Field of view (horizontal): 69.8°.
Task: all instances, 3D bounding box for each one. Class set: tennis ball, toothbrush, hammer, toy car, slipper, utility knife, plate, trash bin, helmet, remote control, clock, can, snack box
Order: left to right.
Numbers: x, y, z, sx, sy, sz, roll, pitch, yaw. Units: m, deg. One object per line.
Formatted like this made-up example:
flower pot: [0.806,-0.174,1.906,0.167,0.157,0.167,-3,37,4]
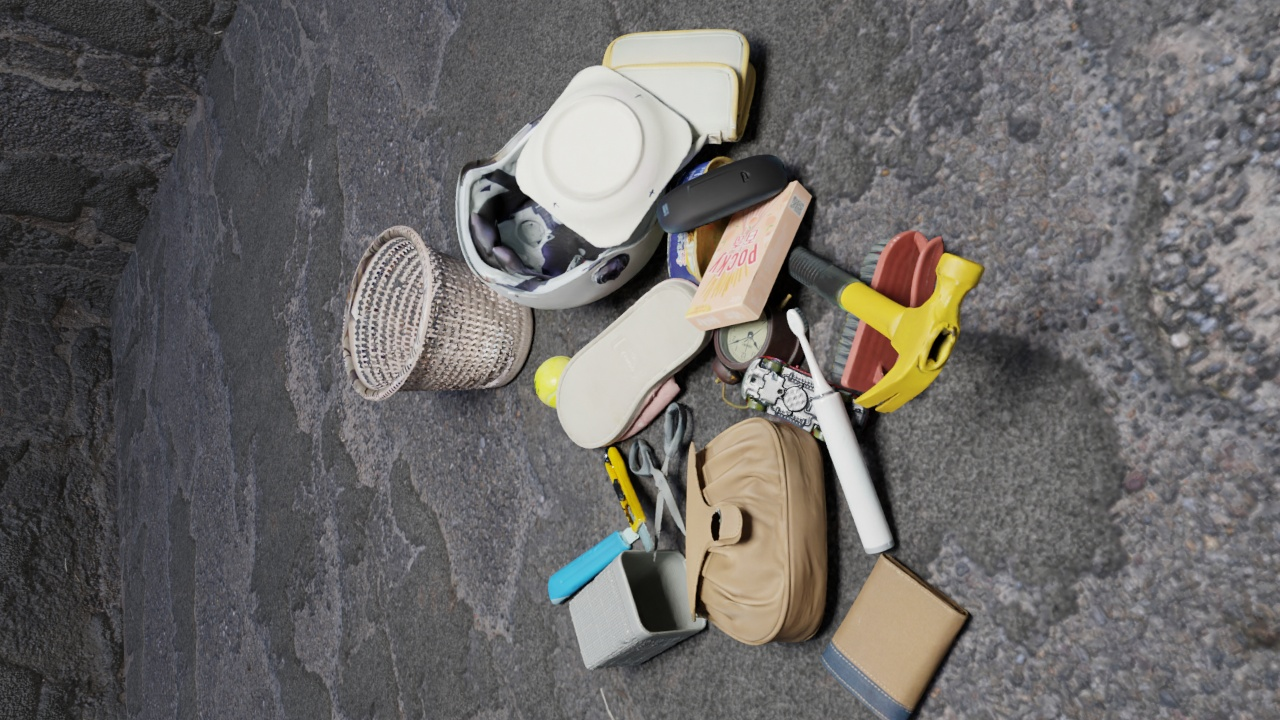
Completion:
trash bin: [-0.261,-0.047,1.228,0.228,0.191,0.227,-13,72,46]
tennis ball: [-0.097,0.027,1.126,0.066,0.065,0.065,-13,72,46]
helmet: [-0.075,-0.159,1.072,0.259,0.146,0.229,-28,63,2]
utility knife: [-0.056,0.237,1.071,0.162,0.018,0.034,-41,56,32]
plate: [-0.046,-0.219,0.959,0.164,0.034,0.164,37,97,18]
utility knife: [-0.015,0.148,1.003,0.192,0.015,0.033,-121,37,-59]
slipper: [-0.006,0.006,1.021,0.114,0.054,0.275,53,131,12]
can: [0.072,-0.139,0.970,0.049,0.074,0.148,-5,77,51]
remote control: [0.079,-0.168,0.913,0.136,0.024,0.053,-21,69,11]
snack box: [0.107,-0.103,0.904,0.085,0.026,0.157,-11,46,52]
clock: [0.114,-0.011,0.906,0.082,0.055,0.122,22,95,48]
toy car: [0.150,0.037,0.841,0.120,0.045,0.053,26,101,22]
toothbrush: [0.169,0.059,0.793,0.027,0.026,0.221,-22,87,37]
hammer: [0.178,-0.053,0.767,0.300,0.033,0.129,-119,48,-69]

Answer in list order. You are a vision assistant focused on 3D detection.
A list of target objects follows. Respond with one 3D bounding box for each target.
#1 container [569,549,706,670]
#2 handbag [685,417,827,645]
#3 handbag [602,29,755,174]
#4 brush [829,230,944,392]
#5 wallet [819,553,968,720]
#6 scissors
container: [-0.008,0.264,0.960,0.115,0.090,0.090,-46,50,36]
handbag: [0.098,0.157,0.854,0.148,0.099,0.204,-18,67,49]
handbag: [0.031,-0.266,0.980,0.163,0.063,0.178,5,72,18]
brush: [0.220,-0.041,0.791,0.069,0.063,0.146,20,95,61]
wallet: [0.209,0.233,0.766,0.090,0.033,0.115,36,107,43]
scissors: [0.024,0.124,0.978,0.179,0.014,0.159,22,91,62]
